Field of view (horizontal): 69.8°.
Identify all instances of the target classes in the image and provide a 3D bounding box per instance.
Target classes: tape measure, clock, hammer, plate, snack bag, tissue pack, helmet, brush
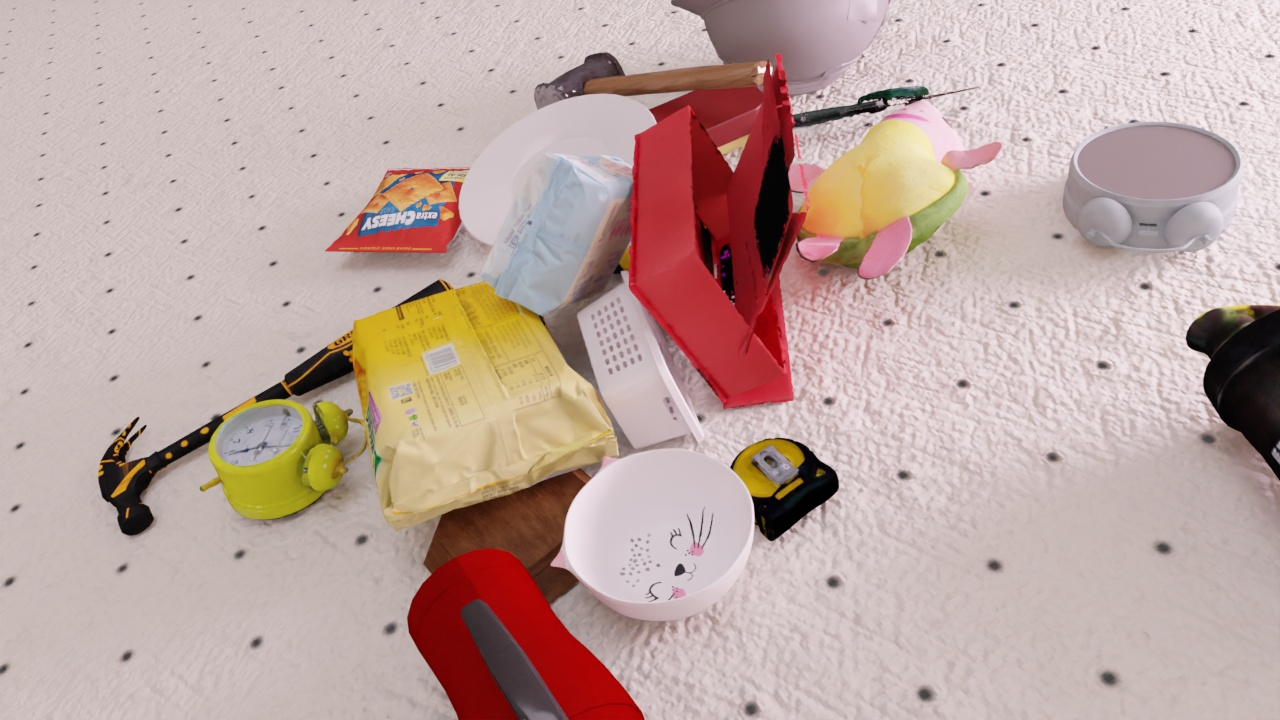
[{"bbox_3d":[0.087,0.077,0.590,0.061,0.034,0.061,-34,43,-21],"label":"tape measure"},{"bbox_3d":[0.399,-0.133,0.720,0.123,0.045,0.158,8,45,24],"label":"clock"},{"bbox_3d":[-0.295,0.021,0.767,0.320,0.036,0.123,-32,44,-15],"label":"hammer"},{"bbox_3d":[-0.261,0.070,0.684,0.119,0.057,0.083,-10,41,-4],"label":"clock"},{"bbox_3d":[-0.084,0.108,0.613,0.131,0.025,0.131,-8,42,7],"label":"plate"},{"bbox_3d":[0.011,-0.282,0.933,0.097,0.052,0.329,-39,31,-26],"label":"hammer"},{"bbox_3d":[-0.228,-0.152,0.927,0.131,0.039,0.143,3,45,17],"label":"snack bag"},{"bbox_3d":[-0.128,0.014,0.667,0.159,0.068,0.247,-20,33,-13],"label":"snack bag"},{"bbox_3d":[-0.051,-0.105,0.724,0.070,0.112,0.181,30,17,6],"label":"tissue pack"},{"bbox_3d":[0.172,-0.344,0.971,0.271,0.118,0.183,-6,11,2],"label":"helmet"},{"bbox_3d":[0.045,-0.227,0.928,0.173,0.042,0.082,-26,43,-12],"label":"brush"},{"bbox_3d":[-0.078,-0.182,0.884,0.209,0.015,0.208,-13,50,16],"label":"plate"}]

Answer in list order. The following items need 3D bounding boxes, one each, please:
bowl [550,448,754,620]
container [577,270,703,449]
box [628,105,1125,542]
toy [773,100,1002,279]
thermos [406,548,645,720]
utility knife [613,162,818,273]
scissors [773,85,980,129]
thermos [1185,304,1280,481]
[{"bbox_3d":[0.014,0.113,0.560,0.115,0.051,0.114,-8,42,7],"label":"bowl"},{"bbox_3d":[-0.004,0.004,0.668,0.049,0.081,0.129,-26,42,5],"label":"container"},{"bbox_3d":[0.197,-0.026,0.745,0.478,0.172,0.213,16,41,-12],"label":"box"},{"bbox_3d":[0.200,-0.138,0.753,0.190,0.088,0.237,-4,36,35],"label":"toy"},{"bbox_3d":[-0.051,0.178,0.466,0.083,0.108,0.198,-32,42,-17],"label":"thermos"},{"bbox_3d":[0.068,-0.132,0.836,0.224,0.019,0.030,-30,50,-10],"label":"utility knife"},{"bbox_3d":[0.210,-0.240,0.869,0.205,0.015,0.201,-4,10,37],"label":"scissors"},{"bbox_3d":[0.390,0.055,0.488,0.098,0.098,0.220,-11,45,5],"label":"thermos"}]
